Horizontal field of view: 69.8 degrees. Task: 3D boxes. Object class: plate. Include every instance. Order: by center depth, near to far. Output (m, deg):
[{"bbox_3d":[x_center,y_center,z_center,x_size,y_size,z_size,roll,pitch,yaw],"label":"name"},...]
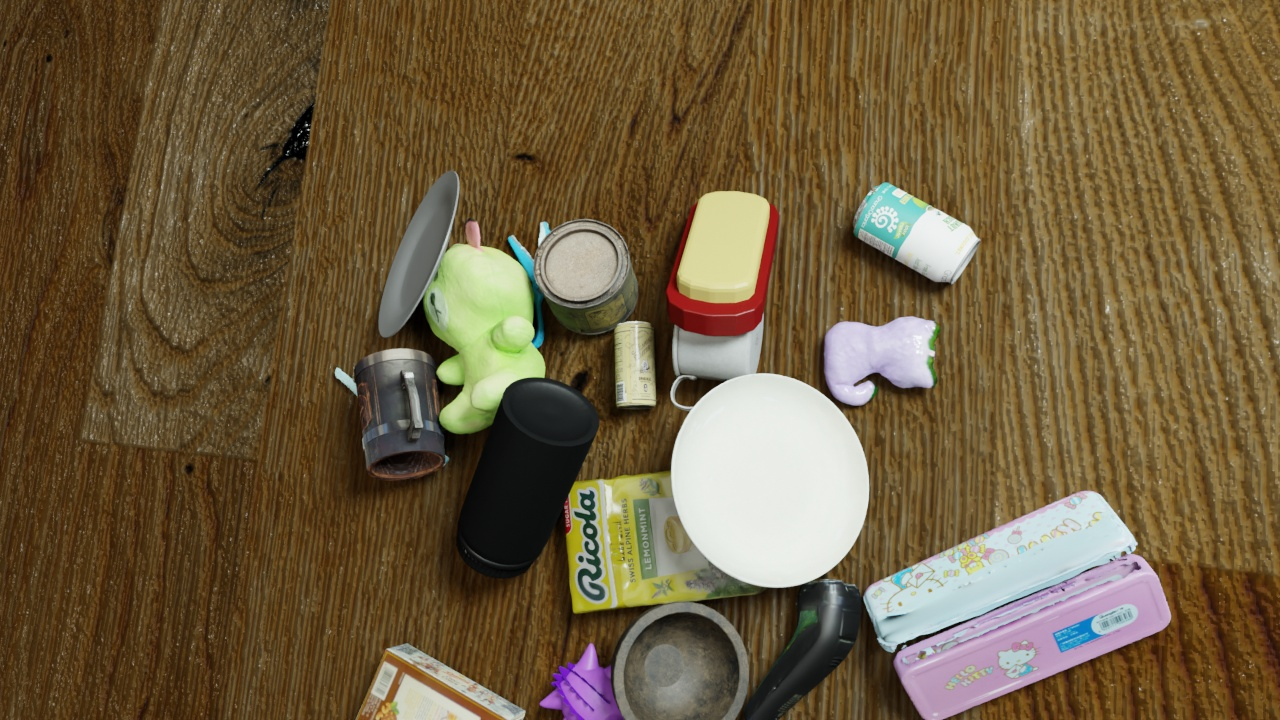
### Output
[{"bbox_3d":[0.109,0.104,0.796,0.182,0.034,0.182,4,76,-15],"label":"plate"},{"bbox_3d":[-0.217,-0.104,0.913,0.179,0.012,0.178,-40,38,41],"label":"plate"}]

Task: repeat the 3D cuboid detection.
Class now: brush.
[{"bbox_3d":[0.075,-0.095,0.815,0.082,0.042,0.173,6,46,11],"label":"brush"}]

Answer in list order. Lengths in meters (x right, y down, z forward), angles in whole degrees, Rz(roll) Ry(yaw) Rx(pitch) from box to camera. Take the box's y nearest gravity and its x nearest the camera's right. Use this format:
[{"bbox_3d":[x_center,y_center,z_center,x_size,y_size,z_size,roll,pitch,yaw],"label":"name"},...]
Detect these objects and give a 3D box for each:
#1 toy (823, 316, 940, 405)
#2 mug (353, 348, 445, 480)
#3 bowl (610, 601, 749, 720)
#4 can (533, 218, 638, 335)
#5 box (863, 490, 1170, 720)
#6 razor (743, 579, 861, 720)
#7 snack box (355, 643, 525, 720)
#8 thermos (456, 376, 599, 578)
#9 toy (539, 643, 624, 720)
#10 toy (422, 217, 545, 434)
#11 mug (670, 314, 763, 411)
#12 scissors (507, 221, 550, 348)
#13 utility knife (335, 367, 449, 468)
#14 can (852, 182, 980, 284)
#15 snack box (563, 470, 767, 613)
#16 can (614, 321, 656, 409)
[{"bbox_3d":[0.213,0.001,0.813,0.100,0.036,0.080,1,91,22],"label":"toy"},{"bbox_3d":[-0.229,0.046,0.887,0.080,0.116,0.107,-2,62,-24],"label":"mug"},{"bbox_3d":[0.028,0.270,0.802,0.121,0.056,0.121,3,81,-16],"label":"bowl"},{"bbox_3d":[-0.051,-0.079,0.873,0.090,0.075,0.089,-2,72,6],"label":"can"},{"bbox_3d":[0.303,0.201,0.756,0.214,0.091,0.090,-28,117,11],"label":"box"},{"bbox_3d":[0.136,0.252,0.792,0.151,0.054,0.067,-55,45,10],"label":"razor"},{"bbox_3d":[-0.203,0.368,0.871,0.147,0.041,0.143,22,88,19],"label":"snack box"},{"bbox_3d":[-0.110,0.118,0.828,0.086,0.085,0.199,37,125,19],"label":"thermos"},{"bbox_3d":[-0.040,0.309,0.824,0.088,0.056,0.106,39,86,21],"label":"toy"},{"bbox_3d":[-0.149,-0.030,0.887,0.151,0.107,0.196,-33,55,53],"label":"toy"},{"bbox_3d":[0.068,-0.008,0.831,0.070,0.084,0.113,7,81,15],"label":"mug"},{"bbox_3d":[-0.106,-0.072,0.932,0.118,0.013,0.140,-41,75,8],"label":"scissors"},{"bbox_3d":[-0.262,0.057,0.953,0.167,0.015,0.022,40,93,17],"label":"utility knife"},{"bbox_3d":[0.242,-0.112,0.811,0.101,0.055,0.055,34,91,19],"label":"can"},{"bbox_3d":[0.021,0.162,0.836,0.181,0.045,0.121,-9,78,15],"label":"snack box"},{"bbox_3d":[-0.005,0.005,0.874,0.038,0.038,0.079,-4,80,16],"label":"can"}]
